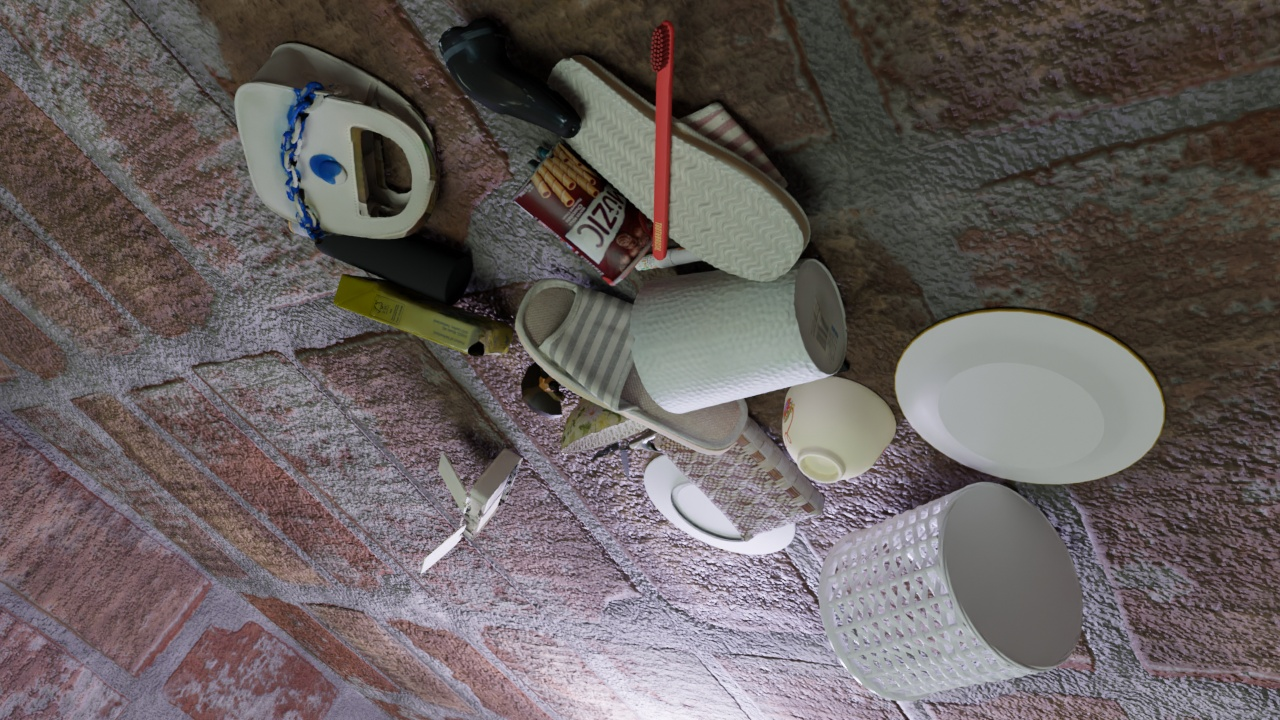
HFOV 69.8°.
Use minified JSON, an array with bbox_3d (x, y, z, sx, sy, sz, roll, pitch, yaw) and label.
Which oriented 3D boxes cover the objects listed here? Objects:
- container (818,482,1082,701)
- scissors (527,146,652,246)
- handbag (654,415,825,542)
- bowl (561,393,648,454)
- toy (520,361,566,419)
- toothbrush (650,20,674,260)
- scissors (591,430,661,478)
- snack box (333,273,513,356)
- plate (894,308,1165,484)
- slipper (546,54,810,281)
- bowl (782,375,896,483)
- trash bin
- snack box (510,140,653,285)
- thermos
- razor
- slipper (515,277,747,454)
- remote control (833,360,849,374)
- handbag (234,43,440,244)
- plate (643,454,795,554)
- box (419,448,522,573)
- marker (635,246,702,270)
[{"bbox_3d":[0.316,0.242,0.953,0.189,0.188,0.187,36,142,-9],"label":"container"},{"bbox_3d":[-0.045,-0.149,0.879,0.139,0.019,0.136,2,137,30],"label":"scissors"},{"bbox_3d":[0.115,0.128,1.072,0.124,0.046,0.186,-27,115,39],"label":"handbag"},{"bbox_3d":[-0.031,0.052,1.044,0.146,0.144,0.063,-36,71,51],"label":"bowl"},{"bbox_3d":[-0.113,0.031,1.104,0.076,0.062,0.100,63,163,14],"label":"toy"},{"bbox_3d":[0.015,-0.166,0.738,0.012,0.017,0.213,24,137,24],"label":"toothbrush"},{"bbox_3d":[-0.019,0.098,1.157,0.171,0.012,0.157,-6,128,38],"label":"scissors"},{"bbox_3d":[-0.243,-0.053,1.059,0.181,0.045,0.121,20,-176,12],"label":"snack box"},{"bbox_3d":[0.346,0.044,0.837,0.230,0.021,0.230,19,142,15],"label":"plate"},{"bbox_3d":[0.033,-0.170,0.776,0.263,0.052,0.115,37,141,8],"label":"slipper"},{"bbox_3d":[0.194,0.083,0.942,0.118,0.073,0.118,19,142,15],"label":"bowl"},{"bbox_3d":[0.094,-0.026,0.844,0.162,0.133,0.133,-10,128,35],"label":"trash bin"},{"bbox_3d":[-0.049,-0.133,0.829,0.121,0.072,0.072,39,143,-13],"label":"snack box"},{"bbox_3d":[-0.307,-0.132,1.042,0.231,0.061,0.061,22,143,10],"label":"thermos"},{"bbox_3d":[-0.106,-0.237,0.773,0.140,0.053,0.064,34,107,12],"label":"razor"},{"bbox_3d":[-0.006,0.006,0.963,0.272,0.114,0.054,33,162,-4],"label":"slipper"},{"bbox_3d":[0.148,0.011,0.943,0.140,0.009,0.030,-15,125,44],"label":"remote control"},{"bbox_3d":[-0.305,-0.205,0.937,0.199,0.092,0.201,17,141,6],"label":"handbag"},{"bbox_3d":[0.098,0.192,1.187,0.209,0.015,0.209,19,142,15],"label":"plate"},{"bbox_3d":[-0.269,0.204,1.317,0.099,0.183,0.144,33,140,5],"label":"box"},{"bbox_3d":[0.055,-0.102,0.867,0.146,0.017,0.017,-6,131,38],"label":"marker"}]
